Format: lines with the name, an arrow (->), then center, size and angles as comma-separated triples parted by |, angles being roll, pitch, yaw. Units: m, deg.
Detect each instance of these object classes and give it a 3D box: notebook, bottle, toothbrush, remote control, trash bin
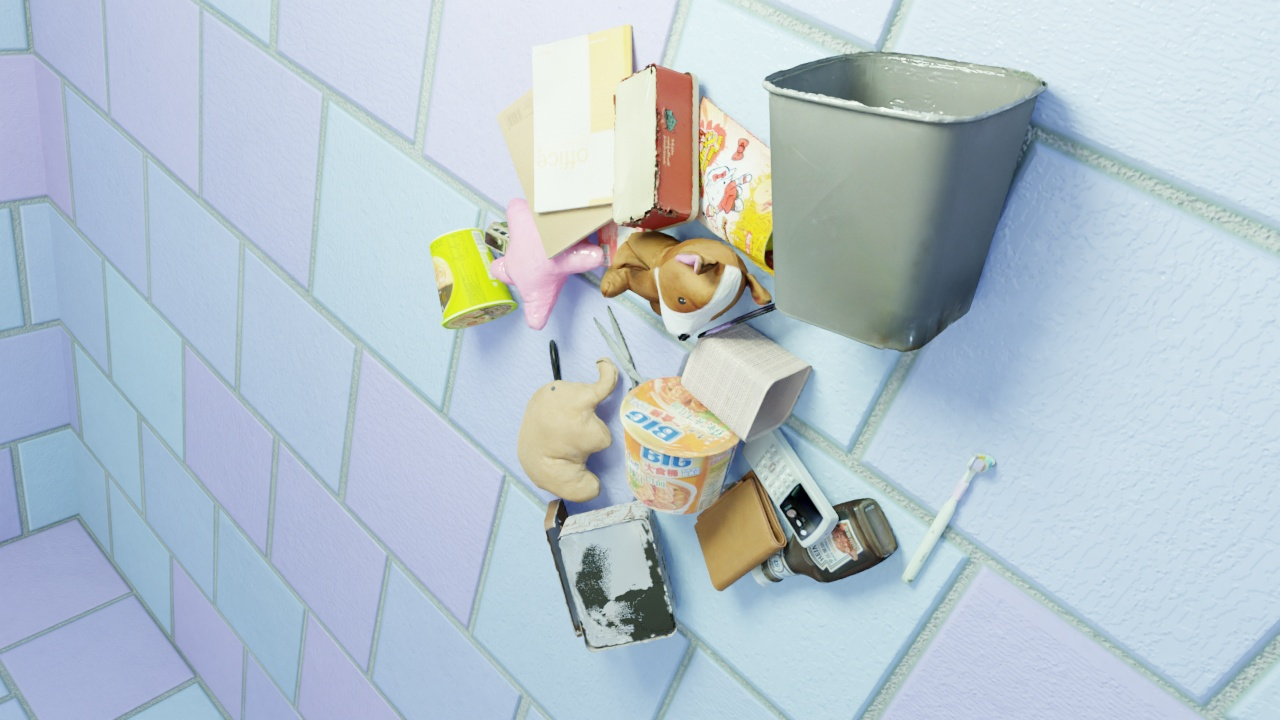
notebook -> -0.093, -0.251, 1.126 | 0.150, 0.012, 0.211 | -28, 75, 29
bottle -> 0.206, 0.223, 1.075 | 0.195, 0.043, 0.080 | -36, 74, 45
toothbrush -> 0.320, 0.172, 0.971 | 0.020, 0.029, 0.190 | -100, 22, -53
toothbrush -> -0.113, 0.057, 1.316 | 0.018, 0.015, 0.181 | 3, 109, 35
toothbrush -> 0.147, -0.058, 0.991 | 0.189, 0.014, 0.017 | -22, 118, 19
remote control -> 0.171, 0.143, 1.063 | 0.150, 0.021, 0.058 | 59, 134, 32
trash bin -> 0.224, -0.147, 0.827 | 0.199, 0.198, 0.220 | 24, 128, 36
notebook -> -0.071, -0.286, 1.098 | 0.146, 0.010, 0.206 | 0, 90, 32

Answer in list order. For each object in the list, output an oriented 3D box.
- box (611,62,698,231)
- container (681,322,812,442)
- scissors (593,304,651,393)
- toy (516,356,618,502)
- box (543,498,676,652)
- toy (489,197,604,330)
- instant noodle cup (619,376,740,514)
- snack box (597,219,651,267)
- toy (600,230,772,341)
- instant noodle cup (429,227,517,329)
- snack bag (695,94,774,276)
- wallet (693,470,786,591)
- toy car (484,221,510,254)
box -> 0.009, -0.233, 1.011 | 0.091, 0.077, 0.168 | -6, 82, 55
container -> 0.116, 0.019, 1.047 | 0.111, 0.089, 0.090 | 39, 128, 28
scissors -> -0.014, 0.017, 1.214 | 0.163, 0.014, 0.166 | 26, 121, 33
toy -> -0.100, 0.089, 1.264 | 0.143, 0.082, 0.226 | 22, 118, 13
box -> -0.037, 0.286, 1.298 | 0.158, 0.205, 0.181 | -15, 97, 1
toy -> -0.126, -0.156, 1.196 | 0.195, 0.074, 0.178 | -47, 65, 29
instant noodle cup -> 0.047, 0.106, 1.109 | 0.151, 0.151, 0.112 | 30, 132, 30
snack box -> -0.020, -0.188, 1.131 | 0.075, 0.025, 0.153 | 13, 114, 38
toy -> 0.044, -0.086, 1.029 | 0.200, 0.140, 0.130 | 4, 83, 51
instant noodle cup -> -0.247, -0.120, 1.313 | 0.112, 0.111, 0.123 | -25, 81, 44
snack bag -> 0.103, -0.186, 0.989 | 0.208, 0.073, 0.129 | 48, 134, 37
wallet -> 0.119, 0.211, 1.137 | 0.132, 0.031, 0.107 | -49, 48, 40
toy car -> -0.178, -0.162, 1.278 | 0.090, 0.035, 0.042 | 28, 125, 28
